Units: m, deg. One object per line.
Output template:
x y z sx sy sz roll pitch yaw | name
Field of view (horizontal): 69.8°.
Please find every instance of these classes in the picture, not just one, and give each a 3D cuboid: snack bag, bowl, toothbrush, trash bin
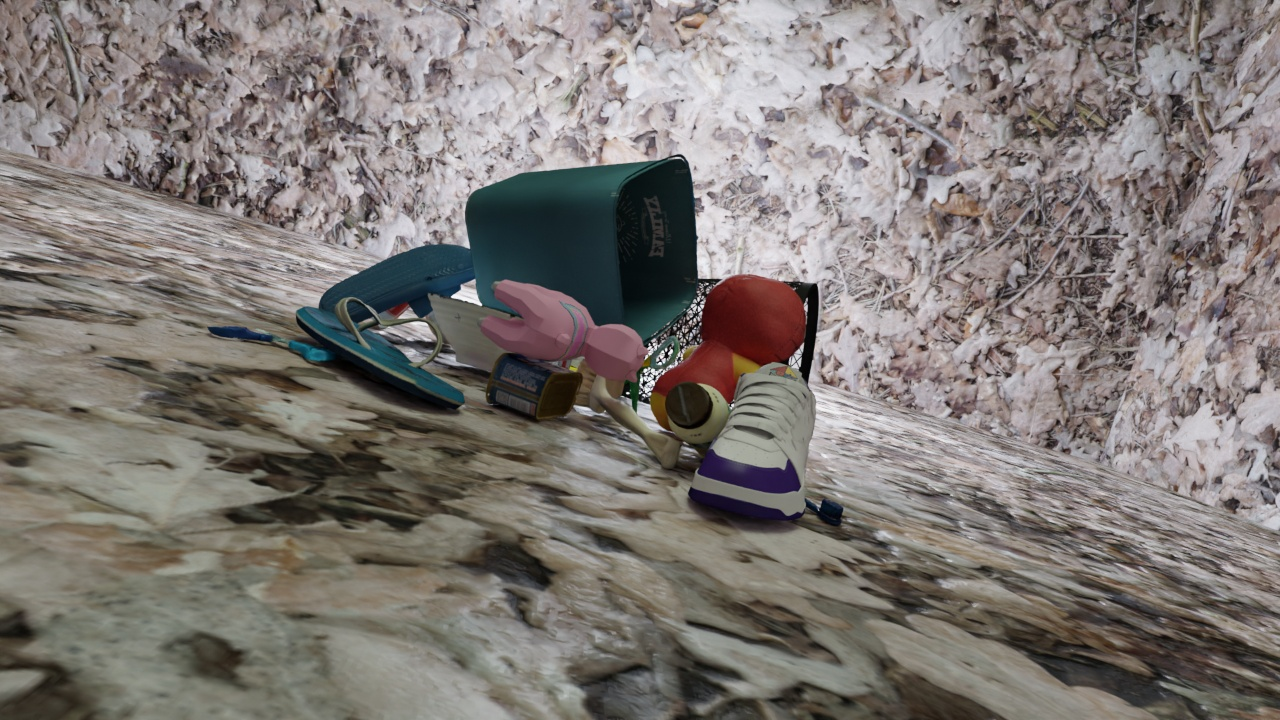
-0.314 -0.093 1.236 0.036 0.116 0.077 47 -4 -12 | snack bag
-0.174 -0.022 1.090 0.177 0.071 0.177 16 -2 0 | bowl
0.137 0.118 0.882 0.016 0.017 0.190 14 5 -24 | toothbrush
-0.071 -0.138 1.092 0.219 0.197 0.198 7 25 27 | trash bin
0.091 -0.013 1.213 0.243 0.217 0.216 11 3 18 | trash bin

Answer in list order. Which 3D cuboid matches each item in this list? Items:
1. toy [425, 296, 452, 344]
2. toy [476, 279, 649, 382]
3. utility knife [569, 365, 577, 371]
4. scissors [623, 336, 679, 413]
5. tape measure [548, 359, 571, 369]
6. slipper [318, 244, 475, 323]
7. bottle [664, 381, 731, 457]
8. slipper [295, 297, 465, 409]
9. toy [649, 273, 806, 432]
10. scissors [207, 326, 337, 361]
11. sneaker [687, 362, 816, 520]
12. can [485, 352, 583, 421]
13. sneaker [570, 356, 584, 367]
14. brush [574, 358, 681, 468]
-0.264 -0.057 1.236 0.050 0.087 0.112 -6 49 3 | toy
-0.072 -0.025 0.911 0.157 0.067 0.123 25 8 10 | toy
-0.140 -0.001 1.294 0.174 0.020 0.028 21 4 30 | utility knife
0.000 0.007 1.120 0.128 0.125 0.011 -16 -28 30 | scissors
-0.109 -0.003 1.192 0.020 0.062 0.060 14 0 -24 | tape measure
-0.297 -0.092 1.154 0.213 0.059 0.103 -22 43 -16 | slipper
0.061 0.057 0.873 0.056 0.056 0.162 18 -9 19 | bottle
-0.252 -0.024 0.886 0.118 0.060 0.295 21 1 -39 | slipper
0.101 -0.007 1.032 0.148 0.216 0.099 23 -15 41 | toy
-0.343 -0.019 0.870 0.132 0.014 0.127 10 7 -45 | scissors
0.109 0.060 0.788 0.092 0.111 0.243 12 9 15 | sneaker
-0.104 0.027 0.915 0.059 0.054 0.099 20 6 17 | can
-0.162 -0.044 1.384 0.236 0.079 0.087 20 6 39 | sneaker
-0.017 0.054 0.943 0.077 0.062 0.272 -3 15 -18 | brush
